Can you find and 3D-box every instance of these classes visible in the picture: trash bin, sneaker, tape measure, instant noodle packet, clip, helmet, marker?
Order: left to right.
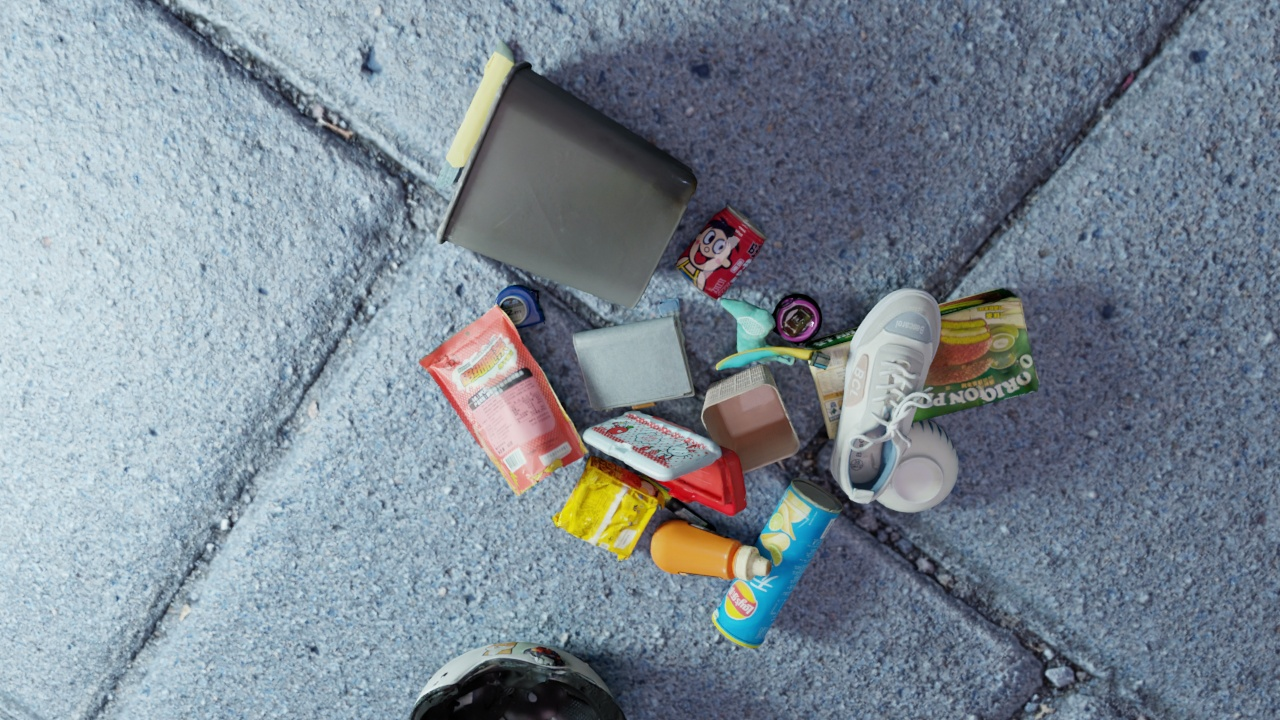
[{"bbox_3d":[-0.146,-0.064,1.098,0.058,0.025,0.054,-13,102,7],"label":"tape measure"},{"bbox_3d":[-0.153,0.456,1.173,0.274,0.157,0.230,-1,103,-5],"label":"helmet"},{"bbox_3d":[-0.072,-0.180,0.983,0.219,0.198,0.199,24,108,-9],"label":"trash bin"},{"bbox_3d":[-0.040,0.184,1.132,0.111,0.044,0.129,29,126,-1],"label":"instant noodle packet"},{"bbox_3d":[0.038,-0.044,1.089,0.026,0.037,0.058,-12,105,6],"label":"clip"},{"bbox_3d":[0.045,0.183,1.154,0.124,0.015,0.018,36,106,-8],"label":"marker"},{"bbox_3d":[0.181,-0.048,1.064,0.057,0.039,0.058,38,105,-5],"label":"tape measure"},{"bbox_3d":[0.262,0.041,0.989,0.089,0.090,0.242,14,106,2],"label":"sneaker"}]

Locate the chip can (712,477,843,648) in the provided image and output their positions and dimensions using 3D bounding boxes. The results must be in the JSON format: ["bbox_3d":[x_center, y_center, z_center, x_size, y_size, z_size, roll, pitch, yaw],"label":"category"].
[{"bbox_3d":[0.167,0.249,1.131,0.071,0.071,0.210,26,105,-2],"label":"chip can"}]

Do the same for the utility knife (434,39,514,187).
[{"bbox_3d":[-0.190,-0.276,1.047,0.031,0.019,0.183,30,100,1],"label":"utility knife"}]

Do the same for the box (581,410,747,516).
[{"bbox_3d":[0.021,0.122,1.036,0.100,0.201,0.094,-19,107,-26],"label":"box"}]

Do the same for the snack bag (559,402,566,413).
[{"bbox_3d":[-0.140,0.077,1.135,0.105,0.026,0.045,-6,99,4],"label":"snack bag"}]

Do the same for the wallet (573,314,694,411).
[{"bbox_3d":[-0.007,0.006,1.096,0.130,0.036,0.106,-10,104,19],"label":"wallet"}]

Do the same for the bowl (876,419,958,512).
[{"bbox_3d":[0.320,0.129,1.086,0.116,0.066,0.116,1,106,5],"label":"bowl"}]

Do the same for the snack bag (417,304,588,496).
[{"bbox_3d":[-0.159,0.050,1.090,0.129,0.073,0.208,-34,89,15],"label":"snack bag"}]

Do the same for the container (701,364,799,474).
[{"bbox_3d":[0.126,0.064,1.062,0.090,0.110,0.090,-22,102,10],"label":"container"}]

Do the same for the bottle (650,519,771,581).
[{"bbox_3d":[0.088,0.236,1.113,0.150,0.066,0.067,7,107,30],"label":"bottle"}]

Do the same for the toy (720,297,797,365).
[{"bbox_3d":[0.137,-0.028,1.060,0.096,0.030,0.092,21,143,21],"label":"toy"}]

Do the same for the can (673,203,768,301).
[{"bbox_3d":[0.091,-0.122,1.038,0.066,0.066,0.094,39,105,-6],"label":"can"}]

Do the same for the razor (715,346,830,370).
[{"bbox_3d":[0.145,-0.001,1.039,0.133,0.043,0.028,-4,85,32],"label":"razor"}]

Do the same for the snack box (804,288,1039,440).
[{"bbox_3d":[0.319,0.005,1.054,0.240,0.063,0.114,-16,103,9],"label":"snack box"}]
